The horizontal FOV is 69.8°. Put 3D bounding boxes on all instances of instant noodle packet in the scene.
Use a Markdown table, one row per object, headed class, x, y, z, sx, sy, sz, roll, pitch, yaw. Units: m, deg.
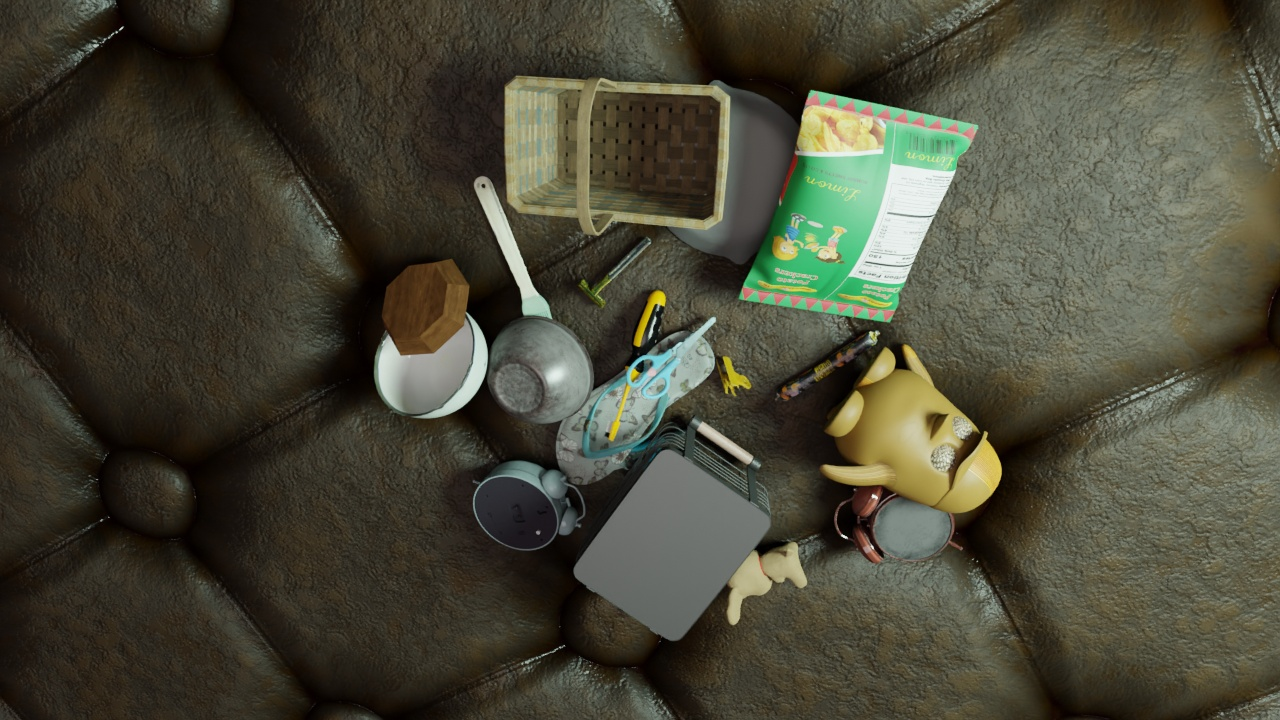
| class | x | y | z | sx | sy | sz | roll | pitch | yaw |
| --- | --- | --- | --- | --- | --- | --- | --- | --- | --- |
| instant noodle packet | 0.239 | -0.162 | 1.031 | 0.195 | 0.090 | 0.253 | 8 | 123 | -13 |

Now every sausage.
| class | x | y | z | sx | sy | sz | roll | pitch | yaw |
| --- | --- | --- | --- | --- | --- | --- | --- | --- | --- |
| sausage | 0.233 | 0.009 | 1.148 | 0.155 | 0.020 | 0.020 | -34 | 103 | 18 |

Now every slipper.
| class | x | y | z | sx | sy | sz | roll | pitch | yaw |
| --- | --- | --- | --- | --- | --- | --- | --- | --- | --- |
| slipper | -0.021 | 0.060 | 1.178 | 0.098 | 0.054 | 0.269 | 46 | 107 | 3 |

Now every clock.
| class | x | y | z | sx | sy | sz | roll | pitch | yaw |
| --- | --- | --- | --- | --- | --- | --- | --- | --- | --- |
| clock | -0.150 | 0.194 | 1.239 | 0.159 | 0.045 | 0.122 | -6 | 115 | 19 |
| clock | 0.329 | 0.199 | 1.181 | 0.158 | 0.072 | 0.121 | -4 | 110 | 8 |

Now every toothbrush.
| class | x | y | z | sx | sy | sz | roll | pitch | yaw |
| --- | --- | --- | --- | --- | --- | --- | --- | --- | --- |
| toothbrush | -0.007 | 0.007 | 1.145 | 0.031 | 0.031 | 0.196 | 20 | 93 | 29 |

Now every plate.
| class | x | y | z | sx | sy | sz | roll | pitch | yaw |
| --- | --- | --- | --- | --- | --- | --- | --- | --- | --- |
| plate | -0.272 | -0.070 | 1.134 | 0.131 | 0.025 | 0.131 | -9 | 70 | 24 |

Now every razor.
| class | x | y | z | sx | sy | sz | roll | pitch | yaw |
| --- | --- | --- | --- | --- | --- | --- | --- | --- | --- |
| razor | -0.027 | -0.114 | 1.133 | 0.106 | 0.026 | 0.042 | -42 | 98 | 15 |

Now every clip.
| class | x | y | z | sx | sy | sz | roll | pitch | yaw |
| --- | --- | --- | --- | --- | --- | --- | --- | --- | --- |
| clip | 0.112 | 0.029 | 1.163 | 0.039 | 0.053 | 0.047 | -32 | 133 | 18 |

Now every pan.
| class | x | y | z | sx | sy | sz | roll | pitch | yaw |
| --- | --- | --- | --- | --- | --- | --- | --- | --- | --- |
| pan | 0.165 | -0.223 | 1.066 | 0.355 | 0.024 | 0.217 | -8 | 110 | 9 |

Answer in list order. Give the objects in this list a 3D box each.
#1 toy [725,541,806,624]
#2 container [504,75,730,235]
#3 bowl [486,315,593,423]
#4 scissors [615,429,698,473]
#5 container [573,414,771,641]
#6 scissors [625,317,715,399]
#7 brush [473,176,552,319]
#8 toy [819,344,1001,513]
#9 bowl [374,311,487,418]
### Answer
| class | x | y | z | sx | sy | sz | roll | pitch | yaw |
| --- | --- | --- | --- | --- | --- | --- | --- | --- | --- |
| toy | 0.160 | 0.278 | 1.225 | 0.108 | 0.134 | 0.106 | -17 | 149 | 11 |
| container | -0.030 | -0.224 | 0.985 | 0.250 | 0.186 | 0.158 | 7 | 111 | 14 |
| bowl | -0.138 | 0.022 | 1.155 | 0.145 | 0.067 | 0.145 | 8 | 114 | 19 |
| scissors | 0.010 | 0.131 | 1.223 | 0.137 | 0.019 | 0.129 | 23 | 112 | 0 |
| container | 0.041 | 0.209 | 1.156 | 0.163 | 0.130 | 0.242 | 35 | 104 | -4 |
| scissors | 0.046 | -0.005 | 1.137 | 0.138 | 0.015 | 0.063 | -38 | 112 | 1 |
| brush | -0.158 | -0.127 | 1.150 | 0.033 | 0.012 | 0.218 | -18 | 106 | 13 |
| toy | 0.331 | 0.098 | 1.088 | 0.203 | 0.163 | 0.198 | 36 | 72 | 7 |
| bowl | -0.255 | 0.005 | 1.159 | 0.154 | 0.073 | 0.153 | -9 | 69 | 23 |
